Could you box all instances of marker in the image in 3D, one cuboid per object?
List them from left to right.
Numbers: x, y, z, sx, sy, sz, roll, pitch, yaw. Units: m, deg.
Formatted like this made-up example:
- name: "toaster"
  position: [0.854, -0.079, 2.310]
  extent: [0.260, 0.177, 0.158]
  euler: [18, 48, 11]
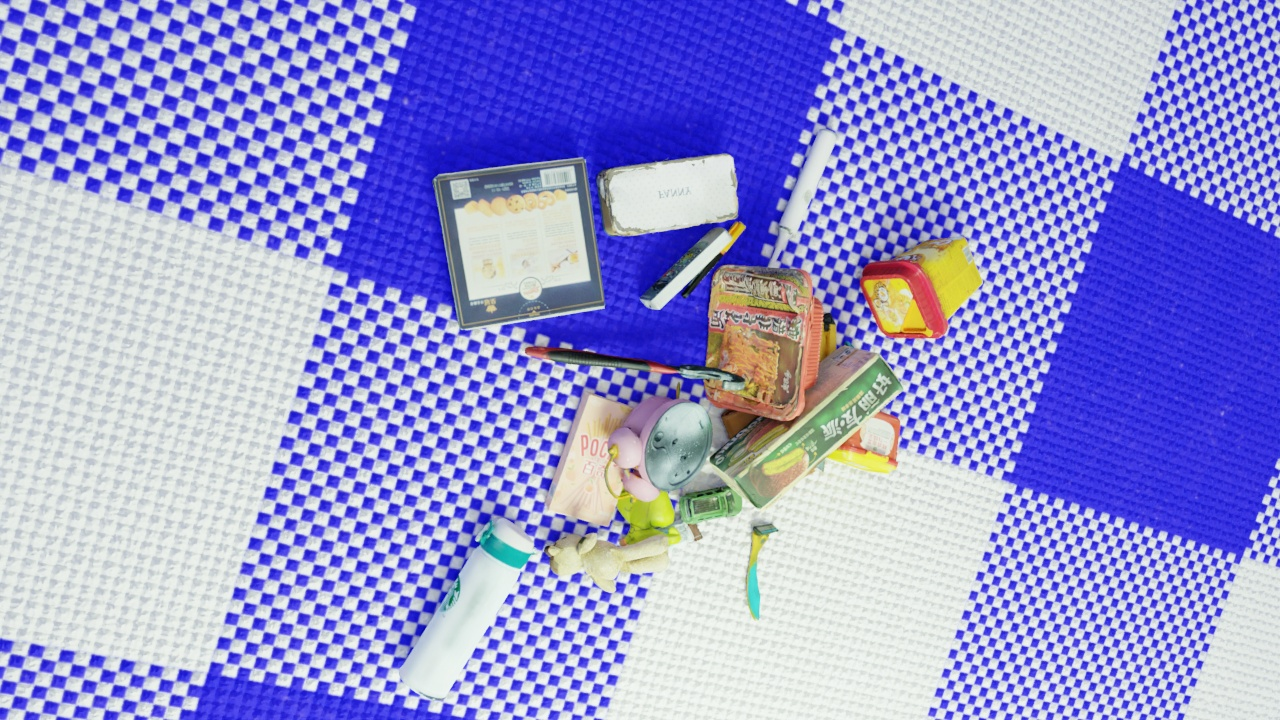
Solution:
- name: "marker"
  position: [0.092, -0.129, 1.180]
  extent: [0.015, 0.018, 0.124]
  euler: [40, 86, -19]

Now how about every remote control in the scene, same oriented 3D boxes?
- name: "remote control"
  position: [0.057, -0.116, 1.152]
  extent: [0.135, 0.056, 0.019]
  euler: [-44, 107, -6]

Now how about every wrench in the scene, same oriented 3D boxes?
- name: "wrench"
  position: [-0.007, 0.007, 1.130]
  extent: [0.273, 0.056, 0.016]
  euler: [9, 104, -1]

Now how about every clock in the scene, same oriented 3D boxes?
- name: "clock"
  position: [0.017, 0.111, 1.147]
  extent: [0.158, 0.060, 0.117]
  euler: [-41, 129, -26]

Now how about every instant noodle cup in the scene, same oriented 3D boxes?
- name: "instant noodle cup"
  position: [0.160, -0.024, 1.154]
  extent: [0.079, 0.165, 0.189]
  euler: [-1, 99, -40]
- name: "instant noodle cup"
  position: [0.380, -0.102, 1.228]
  extent: [0.123, 0.116, 0.116]
  euler: [-35, 107, -22]

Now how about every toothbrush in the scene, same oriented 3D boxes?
- name: "toothbrush"
  position: [0.202, -0.196, 1.199]
  extent: [0.026, 0.026, 0.221]
  euler: [23, 91, -25]

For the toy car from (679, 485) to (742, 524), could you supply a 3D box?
- name: "toy car"
  position: [0.095, 0.190, 1.209]
  extent: [0.091, 0.036, 0.043]
  euler: [-7, 80, -29]

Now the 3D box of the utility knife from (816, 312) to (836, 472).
- name: "utility knife"
  position: [0.247, 0.042, 1.234]
  extent: [0.033, 0.015, 0.216]
  euler: [4, 87, -22]

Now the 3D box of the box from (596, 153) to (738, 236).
- name: "box"
  position: [0.040, -0.206, 1.134]
  extent: [0.184, 0.060, 0.090]
  euler: [-9, 101, -17]

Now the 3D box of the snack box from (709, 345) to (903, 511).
- name: "snack box"
  position: [0.205, 0.081, 1.159]
  extent: [0.240, 0.114, 0.063]
  euler: [-41, 102, -5]

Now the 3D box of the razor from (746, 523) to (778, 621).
- name: "razor"
  position: [0.161, 0.290, 1.255]
  extent: [0.043, 0.028, 0.132]
  euler: [0, 96, -48]

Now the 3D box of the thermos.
- name: "thermos"
  position: [-0.211, 0.300, 1.125]
  extent: [0.073, 0.073, 0.224]
  euler: [32, 87, -18]

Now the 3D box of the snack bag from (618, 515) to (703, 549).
- name: "snack bag"
  position: [0.028, 0.236, 1.208]
  extent: [0.104, 0.026, 0.048]
  euler: [-25, 89, -13]

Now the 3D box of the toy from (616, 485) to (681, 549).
- name: "toy"
  position: [0.011, 0.203, 1.186]
  extent: [0.096, 0.031, 0.100]
  euler: [17, 76, -2]

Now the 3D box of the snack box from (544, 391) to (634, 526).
- name: "snack box"
  position: [-0.056, 0.126, 1.168]
  extent: [0.084, 0.026, 0.157]
  euler: [19, 92, -19]

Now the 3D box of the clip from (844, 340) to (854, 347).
- name: "clip"
  position: [0.295, -0.003, 1.262]
  extent: [0.041, 0.014, 0.056]
  euler: [-45, 109, -7]

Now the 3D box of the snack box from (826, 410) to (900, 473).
- name: "snack box"
  position: [0.304, 0.105, 1.247]
  extent: [0.091, 0.082, 0.080]
  euler: [19, 82, -20]

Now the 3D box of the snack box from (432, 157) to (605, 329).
- name: "snack box"
  position: [-0.143, -0.139, 1.094]
  extent: [0.177, 0.046, 0.182]
  euler: [-10, 100, -15]

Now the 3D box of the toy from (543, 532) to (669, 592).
- name: "toy"
  position: [-0.039, 0.242, 1.148]
  extent: [0.157, 0.066, 0.105]
  euler: [-6, 134, 13]

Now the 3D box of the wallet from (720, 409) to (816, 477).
- name: "wallet"
  position: [0.177, 0.108, 1.233]
  extent: [0.107, 0.031, 0.132]
  euler: [-26, 106, -10]
